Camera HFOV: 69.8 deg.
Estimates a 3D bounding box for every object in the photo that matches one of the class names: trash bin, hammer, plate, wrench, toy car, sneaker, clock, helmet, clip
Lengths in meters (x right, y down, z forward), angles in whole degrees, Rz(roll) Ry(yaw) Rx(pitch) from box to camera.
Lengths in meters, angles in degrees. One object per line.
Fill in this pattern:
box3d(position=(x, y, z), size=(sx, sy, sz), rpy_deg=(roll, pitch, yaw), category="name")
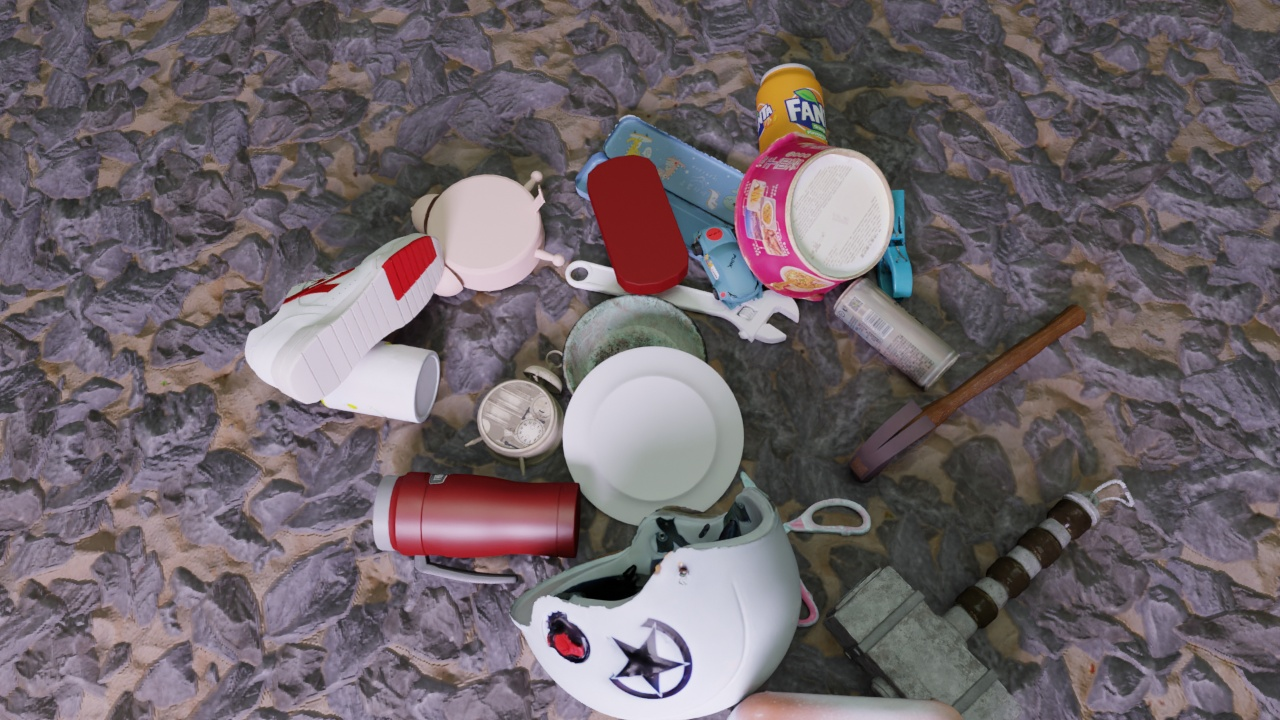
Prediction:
box3d(position=(0.157, 0.362, 0.749), size=(0.181, 0.260, 0.157), rpy_deg=(1, 65, 3), category="trash bin")
box3d(position=(0.349, 0.216, 0.889), size=(0.326, 0.079, 0.177), rpy_deg=(-38, 72, -12), category="hammer")
box3d(position=(0.014, 0.080, 0.952), size=(0.188, 0.016, 0.188), rpy_deg=(0, 91, -1), category="plate")
box3d(position=(0.350, 0.027, 0.964), size=(0.322, 0.115, 0.033), rpy_deg=(-31, 70, -18), category="hammer")
box3d(position=(0.045, -0.073, 1.049), size=(0.273, 0.018, 0.066), rpy_deg=(14, 70, 9), category="wrench")
box3d(position=(0.098, -0.113, 1.034), size=(0.060, 0.027, 0.107), rpy_deg=(-22, 69, -9), category="toy car")
box3d(position=(-0.312, -0.064, 0.956), size=(0.104, 0.090, 0.235), rpy_deg=(23, 56, 21), category="sneaker")
box3d(position=(-0.121, 0.048, 0.988), size=(0.093, 0.055, 0.140), rpy_deg=(25, 74, 11), category="clock")
box3d(position=(0.022, 0.235, 0.829), size=(0.265, 0.236, 0.163), rpy_deg=(-22, 89, 23), category="helmet")
box3d(position=(0.280, -0.123, 1.046), size=(0.027, 0.104, 0.120), rpy_deg=(-5, 76, -6), category="clip")
box3d(position=(-0.181, -0.152, 1.058), size=(0.160, 0.086, 0.131), rpy_deg=(-17, 69, 3), category="clock")

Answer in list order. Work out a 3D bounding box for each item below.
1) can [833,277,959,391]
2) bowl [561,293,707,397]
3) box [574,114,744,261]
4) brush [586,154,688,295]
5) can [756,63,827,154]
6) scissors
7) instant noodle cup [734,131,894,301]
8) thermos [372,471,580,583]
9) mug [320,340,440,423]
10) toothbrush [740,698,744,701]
box3d(position=(0.277, -0.031, 1.002), size=(0.054, 0.054, 0.135), rpy_deg=(-43, 73, -13), category="can")
box3d(position=(-0.006, 0.006, 1.008), size=(0.157, 0.039, 0.157), rpy_deg=(-1, 69, 2), category="bowl")
box3d(position=(0.036, -0.205, 1.101), size=(0.209, 0.021, 0.125), rpy_deg=(31, 71, 13), category="box")
box3d(position=(-0.004, -0.151, 1.042), size=(0.082, 0.042, 0.173), rpy_deg=(-16, 67, -5), category="brush")
box3d(position=(0.179, -0.272, 1.086), size=(0.079, 0.079, 0.142), rpy_deg=(-1, 69, 2), category="can")
box3d(position=(0.161, 0.181, 0.948), size=(0.173, 0.014, 0.170), rpy_deg=(-25, 67, -6), category="scissors")
box3d(position=(0.197, -0.155, 0.992), size=(0.178, 0.078, 0.178), rpy_deg=(-3, 96, -24), category="instant noodle cup")
box3d(position=(-0.163, 0.170, 0.931), size=(0.198, 0.084, 0.108), rpy_deg=(2, 86, 1), category="thermos")
box3d(position=(-0.281, 0.020, 0.992), size=(0.106, 0.083, 0.082), rpy_deg=(11, 69, 5), category="mug")
box3d(position=(0.019, 0.322, 0.897), size=(0.167, 0.016, 0.016), rpy_deg=(3, 69, 4), category="toothbrush")
